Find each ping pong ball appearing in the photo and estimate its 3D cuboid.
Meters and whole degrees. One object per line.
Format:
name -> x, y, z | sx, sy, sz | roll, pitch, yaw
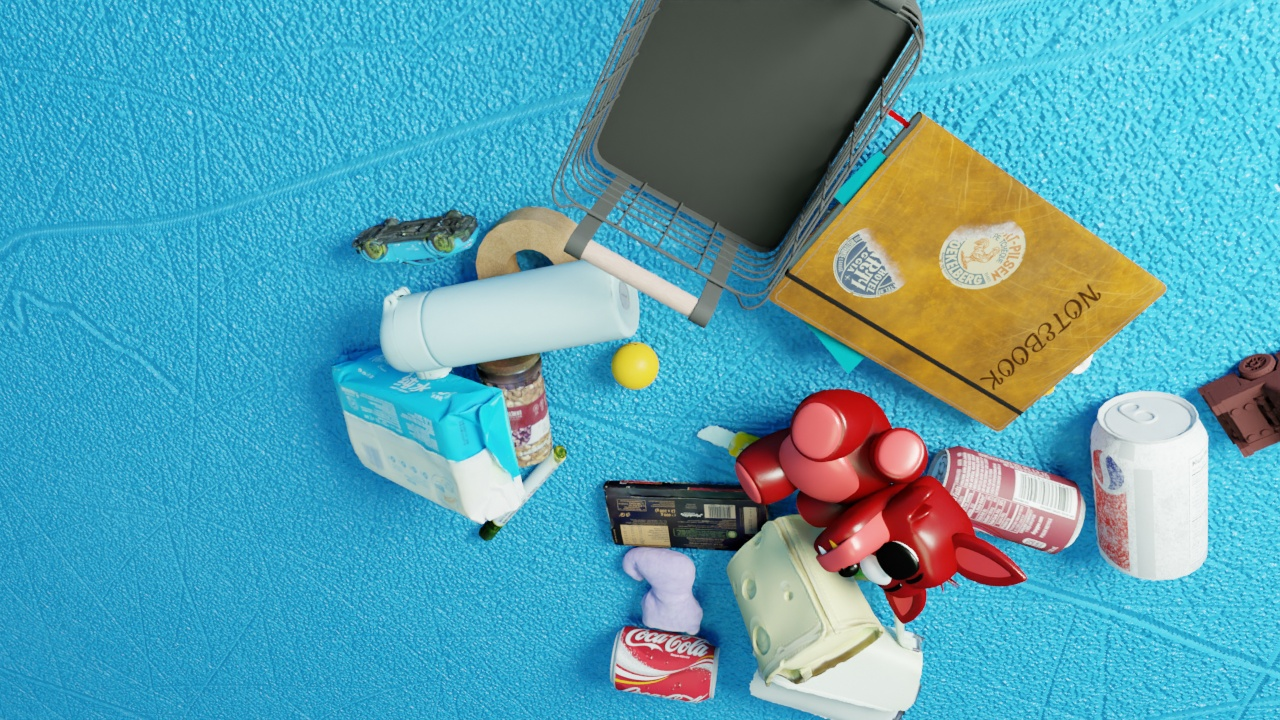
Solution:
ping pong ball -> -0.005, 0.005, 0.771 | 0.040, 0.040, 0.040 | 6, 122, 9

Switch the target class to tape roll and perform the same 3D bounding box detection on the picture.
tape roll -> -0.085, -0.077, 0.748 | 0.094, 0.027, 0.094 | 6, 122, 9

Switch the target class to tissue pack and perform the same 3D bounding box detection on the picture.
tissue pack -> -0.192, 0.061, 0.806 | 0.210, 0.065, 0.117 | 14, 126, 36

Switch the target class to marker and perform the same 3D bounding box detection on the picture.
marker -> -0.115, 0.130, 0.889 | 0.017, 0.017, 0.147 | 36, 122, -10

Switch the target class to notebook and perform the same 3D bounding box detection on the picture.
notebook -> 0.220, -0.049, 0.660 | 0.249, 0.014, 0.179 | 28, 123, -18

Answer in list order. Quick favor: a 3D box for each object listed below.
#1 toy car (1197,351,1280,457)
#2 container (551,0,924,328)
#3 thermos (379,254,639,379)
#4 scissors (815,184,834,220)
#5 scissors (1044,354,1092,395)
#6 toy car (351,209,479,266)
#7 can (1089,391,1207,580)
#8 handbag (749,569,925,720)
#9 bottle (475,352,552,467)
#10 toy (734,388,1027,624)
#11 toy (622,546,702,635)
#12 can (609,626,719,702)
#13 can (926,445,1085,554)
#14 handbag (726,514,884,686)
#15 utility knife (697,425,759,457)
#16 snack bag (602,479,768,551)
toy car -> 0.499, 0.012, 0.646 | 0.170, 0.061, 0.070 | -33, 109, 28
container -> 0.060, -0.163, 0.596 | 0.163, 0.130, 0.242 | 29, 123, -2
thermos -> -0.107, -0.034, 0.722 | 0.207, 0.065, 0.078 | -9, 112, 18
scissors -> 0.185, -0.067, 0.697 | 0.142, 0.014, 0.171 | -22, 111, 29
scissors -> 0.292, -0.028, 0.699 | 0.074, 0.012, 0.131 | -33, 110, 27
toy car -> -0.182, -0.097, 0.748 | 0.105, 0.048, 0.032 | -4, 124, 13
can -> 0.396, 0.098, 0.714 | 0.078, 0.078, 0.136 | -9, 118, 18
handbag -> 0.192, 0.270, 0.869 | 0.151, 0.073, 0.176 | 16, 122, 3
bottle -> -0.110, 0.037, 0.807 | 0.056, 0.056, 0.105 | 3, 122, 11
toy -> 0.181, 0.117, 0.723 | 0.197, 0.120, 0.159 | 51, 145, 9
toy -> 0.021, 0.225, 0.905 | 0.080, 0.036, 0.100 | 6, 119, 21
can -> 0.025, 0.311, 0.938 | 0.105, 0.064, 0.064 | 6, 122, 9
can -> 0.298, 0.114, 0.755 | 0.114, 0.063, 0.063 | 17, 123, 2
handbag -> 0.137, 0.214, 0.810 | 0.081, 0.119, 0.111 | 13, 132, -39
utility knife -> 0.133, 0.094, 0.812 | 0.175, 0.017, 0.030 | 23, 114, 2
snack bag -> 0.044, 0.147, 0.861 | 0.155, 0.018, 0.075 | 1, 121, 13
